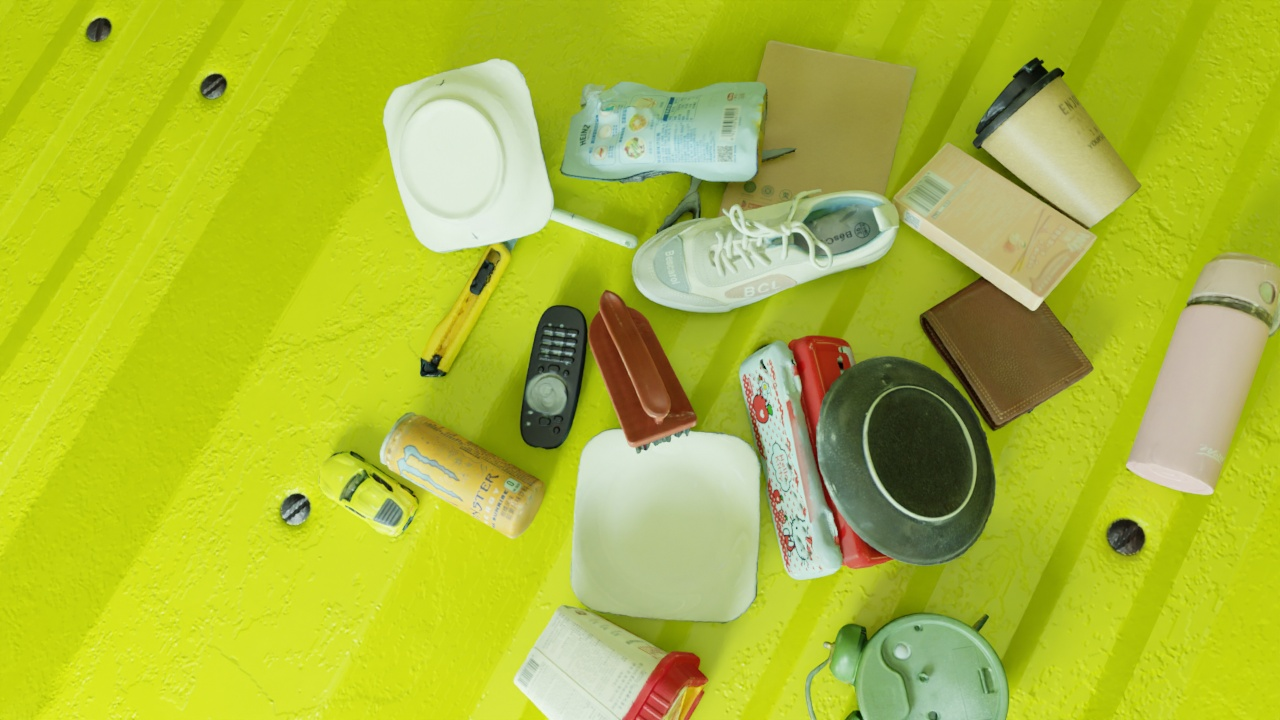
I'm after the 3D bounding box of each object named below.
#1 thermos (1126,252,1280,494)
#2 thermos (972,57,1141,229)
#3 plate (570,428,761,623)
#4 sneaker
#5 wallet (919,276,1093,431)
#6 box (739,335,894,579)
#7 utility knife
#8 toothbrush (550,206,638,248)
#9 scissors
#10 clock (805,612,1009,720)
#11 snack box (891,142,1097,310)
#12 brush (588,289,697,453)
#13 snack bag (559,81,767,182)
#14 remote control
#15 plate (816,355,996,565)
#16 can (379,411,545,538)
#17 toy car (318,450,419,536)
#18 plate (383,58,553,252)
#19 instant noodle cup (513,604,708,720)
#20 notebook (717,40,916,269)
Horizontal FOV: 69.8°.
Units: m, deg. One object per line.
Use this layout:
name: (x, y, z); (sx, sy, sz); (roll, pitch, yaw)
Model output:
thermos: (0.478, 0.013, 0.764); (0.087, 0.067, 0.198); (29, 80, -19)
thermos: (0.366, -0.186, 0.809); (0.093, 0.093, 0.143); (-40, 83, -2)
plate: (0.023, 0.143, 0.809); (0.164, 0.034, 0.164); (3, 78, 8)
sneaker: (0.109, -0.097, 0.811); (0.242, 0.090, 0.089); (-12, 90, 7)
wallet: (0.320, -0.015, 0.806); (0.101, 0.032, 0.124); (-30, 76, -3)
box: (0.144, 0.084, 0.797); (0.101, 0.095, 0.201); (-25, 71, 42)
utility knife: (-0.153, -0.079, 0.882); (0.033, 0.015, 0.223); (29, 89, 10)
toothbrush: (-0.090, -0.144, 0.896); (0.189, 0.029, 0.020); (20, 40, 10)
scissors: (0.059, -0.181, 0.880); (0.181, 0.014, 0.159); (2, 77, 13)
clock: (0.215, 0.267, 0.745); (0.161, 0.056, 0.116); (-11, 76, 5)
snack box: (0.311, -0.122, 0.816); (0.157, 0.026, 0.084); (41, 75, 19)
brush: (-0.005, 0.005, 0.809); (0.063, 0.069, 0.145); (-19, 58, -8)
snack bag: (0.022, -0.219, 0.874); (0.191, 0.039, 0.110); (3, 78, 14)
remote control: (-0.080, 0.016, 0.857); (0.053, 0.024, 0.136); (8, 80, 8)
plate: (0.226, 0.078, 0.757); (0.179, 0.024, 0.179); (7, 69, -20)
can: (-0.160, 0.103, 0.831); (0.146, 0.058, 0.058); (26, 82, 12)
toy car: (-0.257, 0.123, 0.855); (0.105, 0.032, 0.048); (30, 84, 15)
plate: (-0.168, -0.186, 0.853); (0.164, 0.034, 0.163); (-9, 101, 23)
instant noodle cup: (-0.026, 0.268, 0.755); (0.124, 0.116, 0.116); (30, 83, 24)
notebook: (0.167, -0.200, 0.877); (0.148, 0.008, 0.207); (14, 80, 10)
